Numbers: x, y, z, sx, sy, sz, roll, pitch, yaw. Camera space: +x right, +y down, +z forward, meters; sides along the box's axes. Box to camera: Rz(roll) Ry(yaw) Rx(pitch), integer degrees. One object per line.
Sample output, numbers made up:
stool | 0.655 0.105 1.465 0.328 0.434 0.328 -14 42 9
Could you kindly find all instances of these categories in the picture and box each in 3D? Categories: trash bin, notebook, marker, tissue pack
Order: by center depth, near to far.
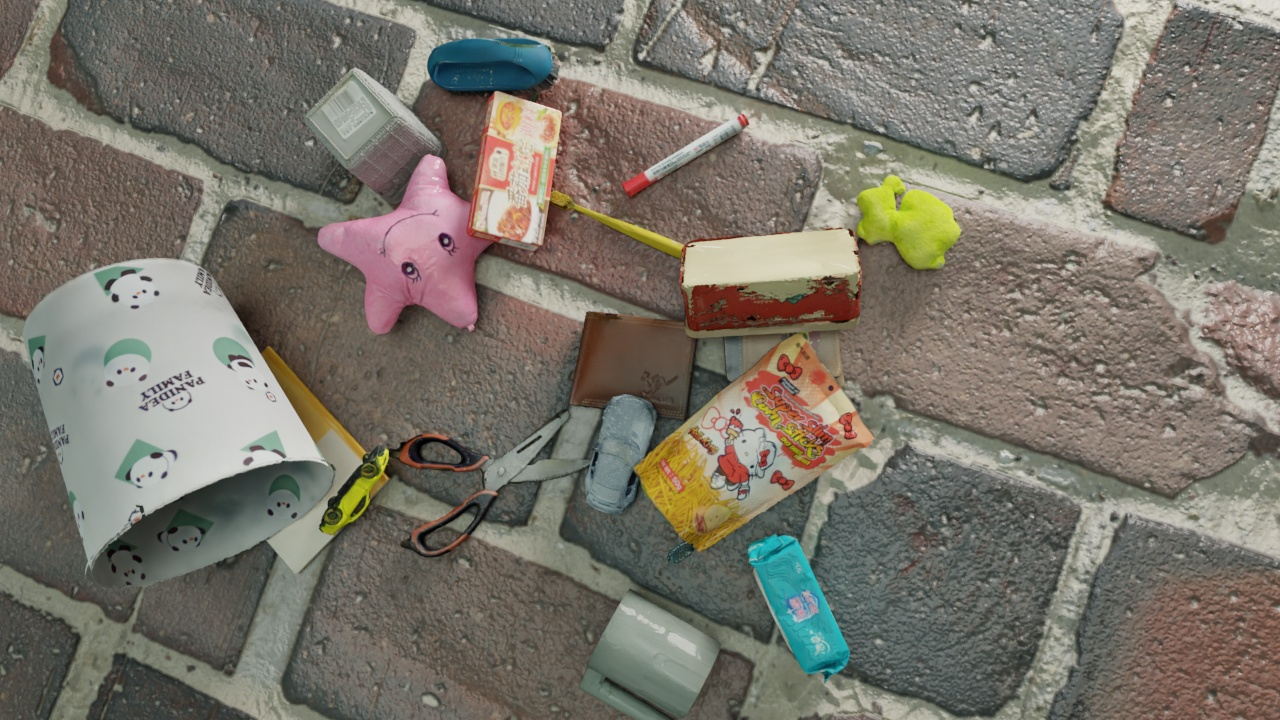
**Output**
tissue pack | 0.146 0.227 0.852 0.050 0.093 0.133 -25 80 1
trash bin | -0.459 0.054 0.895 0.229 0.229 0.252 -33 75 4
marker | 0.047 -0.212 0.950 0.145 0.017 0.017 -30 81 5
notebook | -0.386 0.106 0.990 0.146 0.010 0.206 -45 80 2

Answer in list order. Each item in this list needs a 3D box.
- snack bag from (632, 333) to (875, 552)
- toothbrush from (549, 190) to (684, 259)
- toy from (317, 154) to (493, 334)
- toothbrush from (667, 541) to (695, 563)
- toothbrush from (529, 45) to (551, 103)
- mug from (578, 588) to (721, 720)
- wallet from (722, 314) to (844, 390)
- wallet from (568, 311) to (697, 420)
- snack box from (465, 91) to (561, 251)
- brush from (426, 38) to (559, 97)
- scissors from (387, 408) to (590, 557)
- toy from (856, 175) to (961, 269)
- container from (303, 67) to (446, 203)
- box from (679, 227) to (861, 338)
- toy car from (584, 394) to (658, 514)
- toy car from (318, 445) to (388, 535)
snack bag | 0.105 0.084 0.877 0.208 0.073 0.128 -37 91 7
toothbrush | -0.011 -0.136 0.951 0.190 0.016 0.015 24 89 10
toy | -0.215 -0.111 0.953 0.194 0.074 0.178 -34 91 -5
toothbrush | 0.106 0.146 0.904 0.192 0.018 0.016 -34 95 5
toothbrush | -0.128 -0.250 0.984 0.017 0.012 0.185 15 87 16
mug | 0.007 0.296 0.882 0.103 0.083 0.124 27 116 9
wallet | 0.140 -0.008 0.909 0.115 0.033 0.090 -5 83 5
wallet | -0.006 0.005 0.930 0.124 0.032 0.101 7 88 11
snack box | -0.129 -0.194 0.944 0.075 0.026 0.152 12 77 -23
brush | -0.160 -0.310 0.958 0.144 0.073 0.055 6 87 18
scissors | -0.166 0.122 0.951 0.226 0.015 0.189 16 87 11
toy | 0.264 -0.136 0.901 0.100 0.031 0.096 0 82 9
container | -0.276 -0.233 0.953 0.090 0.114 0.090 -44 80 3
box | 0.123 -0.080 0.875 0.168 0.078 0.091 -4 41 9
toy car | -0.020 0.093 0.911 0.054 0.036 0.121 18 102 9
toy car | -0.291 0.135 0.944 0.032 0.048 0.105 37 90 -17
